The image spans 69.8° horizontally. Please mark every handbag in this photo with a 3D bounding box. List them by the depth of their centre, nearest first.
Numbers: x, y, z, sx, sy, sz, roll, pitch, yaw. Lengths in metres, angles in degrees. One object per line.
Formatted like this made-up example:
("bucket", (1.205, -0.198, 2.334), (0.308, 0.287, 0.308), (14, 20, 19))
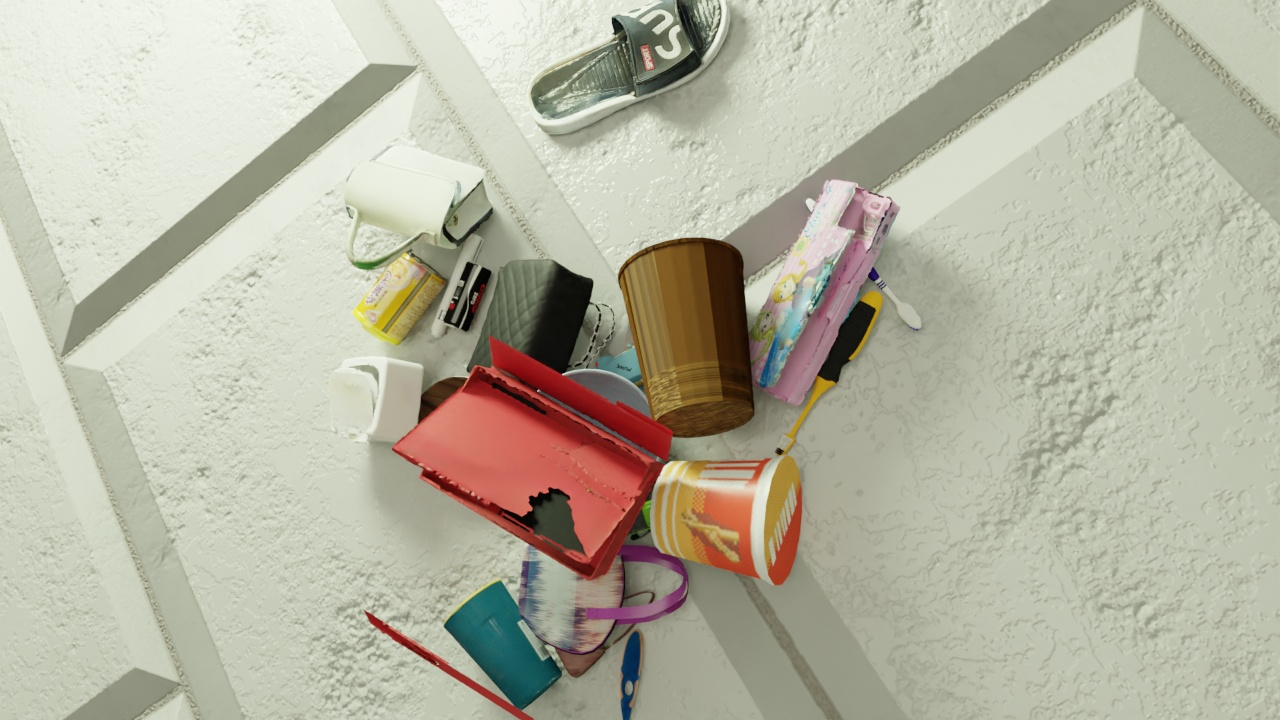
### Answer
("handbag", (-0.035, 0.232, 0.955), (0.170, 0.068, 0.144), (-4, 59, 11))
("handbag", (-0.035, 0.281, 0.971), (0.119, 0.029, 0.055), (-35, 67, 4))
("handbag", (-0.116, -0.031, 1.036), (0.125, 0.114, 0.153), (14, 87, 45))
("handbag", (-0.278, -0.174, 1.068), (0.151, 0.074, 0.175), (20, 55, 21))

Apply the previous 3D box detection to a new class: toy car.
("toy car", (-0.006, 0.006, 1.010), (0.108, 0.027, 0.060), (-30, 72, 11))

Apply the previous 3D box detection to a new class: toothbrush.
("toothbrush", (0.193, 0.015, 0.945), (0.031, 0.030, 0.197), (33, 95, 33))
("toothbrush", (-0.013, 0.349, 0.953), (0.021, 0.017, 0.135), (4, 81, 16))
("toothbrush", (0.232, -0.102, 0.960), (0.015, 0.016, 0.186), (-39, 69, 8))

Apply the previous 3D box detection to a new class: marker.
("marker", (-0.221, -0.090, 1.105), (0.020, 0.017, 0.133), (22, 86, -16))

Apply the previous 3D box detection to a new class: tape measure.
("tape measure", (0.003, 0.166, 0.958), (0.059, 0.065, 0.036), (-21, 82, 20))

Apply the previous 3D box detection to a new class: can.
("can", (-0.206, -0.075, 1.088), (0.031, 0.031, 0.080), (20, 86, 20))
("can", (-0.287, -0.076, 1.096), (0.067, 0.067, 0.105), (39, 93, 20))

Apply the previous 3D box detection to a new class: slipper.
("slipper", (-0.019, -0.354, 1.066), (0.264, 0.063, 0.111), (-22, 74, 15))

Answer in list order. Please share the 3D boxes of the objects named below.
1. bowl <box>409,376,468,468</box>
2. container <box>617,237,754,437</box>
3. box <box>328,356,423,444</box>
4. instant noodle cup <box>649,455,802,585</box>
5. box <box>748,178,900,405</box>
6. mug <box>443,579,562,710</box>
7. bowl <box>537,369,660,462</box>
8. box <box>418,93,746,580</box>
("bowl", (-0.207, 0.080, 1.059), (0.119, 0.032, 0.119), (-4, 79, 17))
("container", (0.051, -0.018, 0.926), (0.132, 0.132, 0.167), (-14, 66, 15))
("box", (-0.323, 0.044, 1.052), (0.108, 0.101, 0.102), (-2, 77, 45))
("instant noodle cup", (0.084, 0.152, 0.911), (0.121, 0.123, 0.123), (2, 80, 26))
("box", (0.170, -0.074, 0.933), (0.085, 0.063, 0.230), (30, 95, 38))
("mug", (-0.142, 0.305, 0.976), (0.078, 0.078, 0.121), (-44, 75, 6))
("bowl", (-0.049, 0.078, 0.975), (0.150, 0.074, 0.150), (1, 100, 4))
("box", (-0.061, -0.004, 0.822), (0.213, 0.127, 0.426), (29, 123, 14))
